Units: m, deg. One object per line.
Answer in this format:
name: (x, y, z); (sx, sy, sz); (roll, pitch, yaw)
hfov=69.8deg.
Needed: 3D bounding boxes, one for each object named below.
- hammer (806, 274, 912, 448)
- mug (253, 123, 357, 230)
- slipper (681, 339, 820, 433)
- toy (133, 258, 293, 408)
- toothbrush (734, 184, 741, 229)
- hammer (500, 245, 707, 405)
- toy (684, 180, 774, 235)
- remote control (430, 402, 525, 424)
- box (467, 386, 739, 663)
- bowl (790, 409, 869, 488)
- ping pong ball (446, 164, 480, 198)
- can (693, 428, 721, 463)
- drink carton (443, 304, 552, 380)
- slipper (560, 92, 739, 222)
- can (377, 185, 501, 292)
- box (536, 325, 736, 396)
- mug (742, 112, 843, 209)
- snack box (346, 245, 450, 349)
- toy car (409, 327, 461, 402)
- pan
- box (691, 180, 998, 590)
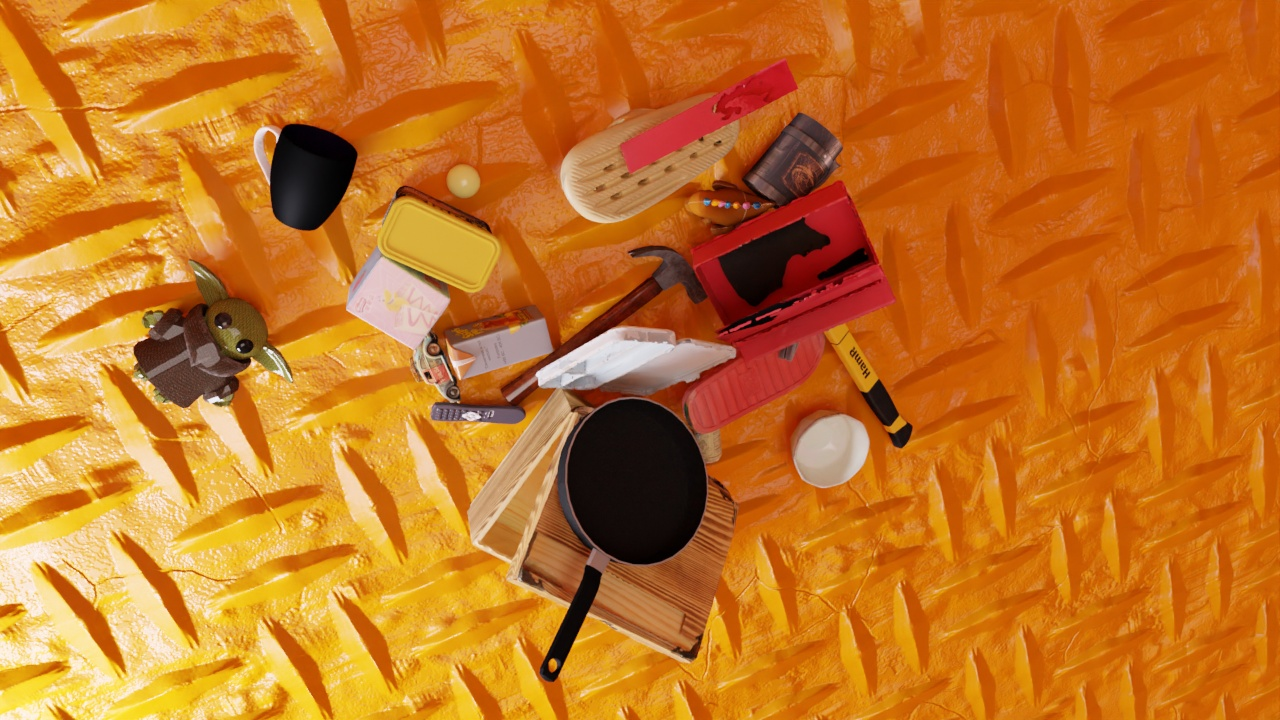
hammer: (0.312, 0.017, 1.314); (0.169, 0.034, 0.324); (-48, 122, -15)
mug: (-0.389, -0.211, 1.037); (0.119, 0.084, 0.100); (32, 116, 7)
slipper: (0.153, 0.013, 1.271); (0.248, 0.059, 0.103); (-33, 118, -17)
toy: (-0.512, -0.012, 1.074); (0.152, 0.078, 0.179); (-33, 113, -1)
toothbrush: (0.132, -0.144, 1.229); (0.015, 0.015, 0.184); (-7, 111, -5)
hammer: (-0.059, -0.040, 1.212); (0.301, 0.028, 0.111); (-37, 116, 2)
toy: (0.111, -0.196, 1.153); (0.090, 0.103, 0.070); (-2, 95, -44)
remote control: (-0.213, 0.071, 1.210); (0.124, 0.009, 0.047); (4, 149, -17)
box: (-0.028, 0.212, 1.195); (0.279, 0.264, 0.270); (33, 98, -22)
bowl: (0.269, 0.121, 1.342); (0.117, 0.061, 0.117); (-5, 113, -13)
ping pong ball: (-0.211, -0.214, 1.096); (0.040, 0.040, 0.040); (-5, 112, -13)
can: (0.094, 0.103, 1.302); (0.038, 0.038, 0.079); (-11, 113, -11)
drink carton: (-0.181, -0.024, 1.161); (0.124, 0.076, 0.048); (-17, 114, -12)
slipper: (0.006, -0.253, 1.122); (0.260, 0.079, 0.111); (-30, 122, -22)
can: (-0.238, -0.146, 1.081); (0.130, 0.101, 0.072); (24, 103, -22)
box: (-0.008, 0.003, 1.151); (0.189, 0.210, 0.037); (4, 71, -33)
mug: (0.204, -0.243, 1.182); (0.107, 0.080, 0.115); (-51, 142, 7)
snack box: (-0.290, -0.080, 1.098); (0.094, 0.093, 0.079); (34, 99, -24)
toy car: (-0.266, 0.008, 1.165); (0.047, 0.047, 0.112); (-23, 114, -6)
pan: (-0.039, 0.207, 1.083); (0.204, 0.044, 0.354); (38, 60, -19)
box: (0.248, 0.028, 1.157); (0.215, 0.138, 0.467); (-23, 99, 15)
